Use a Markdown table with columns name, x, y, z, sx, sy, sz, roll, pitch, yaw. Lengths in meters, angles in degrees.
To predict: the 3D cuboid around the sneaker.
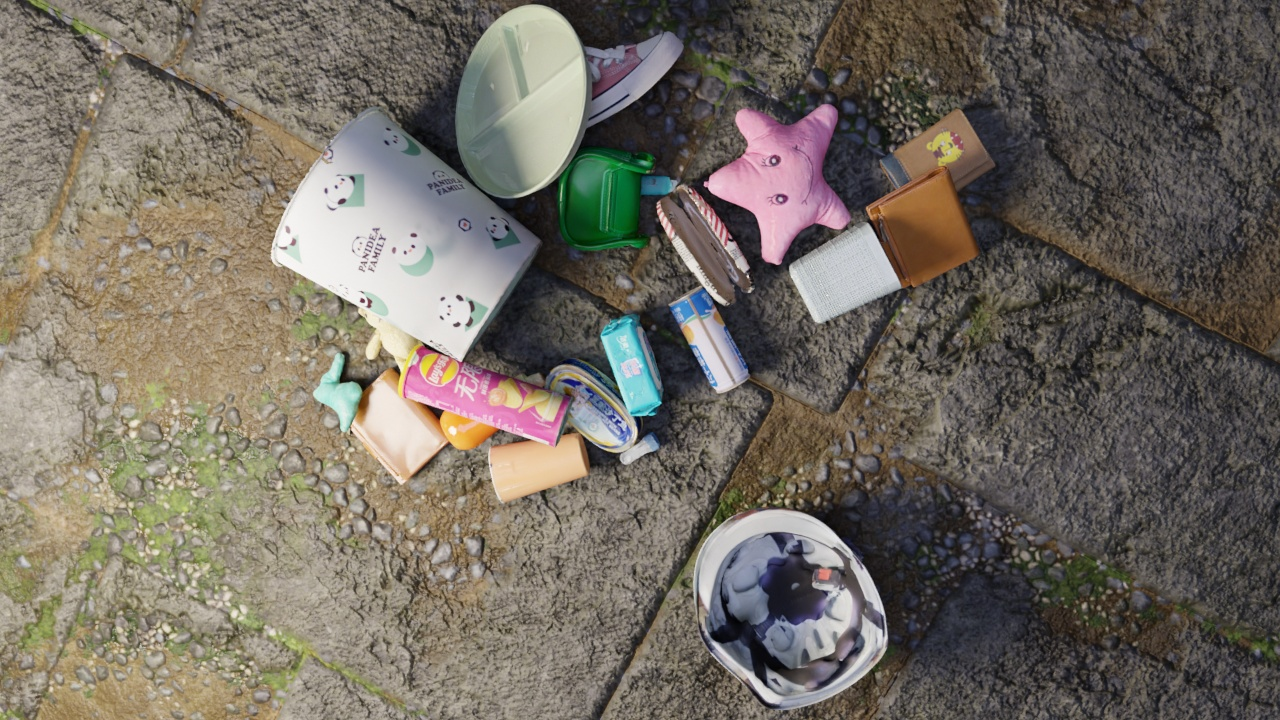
| name | x | y | z | sx | sy | sz | roll | pitch | yaw |
| --- | --- | --- | --- | --- | --- | --- | --- | --- | --- |
| sneaker | -0.065 | -0.345 | 1.126 | 0.241 | 0.118 | 0.088 | -28 | 116 | 15 |

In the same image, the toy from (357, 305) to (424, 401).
| name | x | y | z | sx | sy | sz | roll | pitch | yaw |
| --- | --- | --- | --- | --- | --- | --- | --- | --- | --- |
| toy | -0.316 | -0.020 | 1.223 | 0.105 | 0.066 | 0.157 | -28 | 96 | 4 |

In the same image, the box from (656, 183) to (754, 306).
| name | x | y | z | sx | sy | sz | roll | pitch | yaw |
| --- | --- | --- | --- | --- | --- | --- | --- | --- | --- |
| box | 0.074 | -0.140 | 1.166 | 0.082 | 0.075 | 0.163 | -37 | 97 | -2 |

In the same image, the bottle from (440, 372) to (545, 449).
| name | x | y | z | sx | sy | sz | roll | pitch | yaw |
| --- | --- | --- | --- | --- | --- | --- | --- | --- | --- |
| bottle | -0.193 | 0.061 | 1.230 | 0.149 | 0.066 | 0.067 | -31 | 96 | 2 |

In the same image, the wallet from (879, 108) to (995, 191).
| name | x | y | z | sx | sy | sz | roll | pitch | yaw |
| --- | --- | --- | --- | --- | --- | --- | --- | --- | --- |
| wallet | 0.368 | -0.243 | 1.137 | 0.115 | 0.033 | 0.090 | -34 | 94 | 7 |

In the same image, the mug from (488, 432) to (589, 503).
| name | x | y | z | sx | sy | sz | roll | pitch | yaw |
| --- | --- | --- | --- | --- | --- | --- | --- | --- | --- |
| mug | -0.134 | 0.140 | 1.232 | 0.123 | 0.078 | 0.078 | -13 | 98 | 2 |

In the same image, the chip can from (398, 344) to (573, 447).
| name | x | y | z | sx | sy | sz | roll | pitch | yaw |
| --- | --- | --- | --- | --- | --- | --- | --- | --- | --- |
| chip can | -0.195 | 0.046 | 1.168 | 0.210 | 0.071 | 0.071 | 18 | 101 | 1 |

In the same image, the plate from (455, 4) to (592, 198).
| name | x | y | z | sx | sy | sz | roll | pitch | yaw |
| --- | --- | --- | --- | --- | --- | --- | --- | --- | --- |
| plate | -0.142 | -0.309 | 1.107 | 0.231 | 0.027 | 0.230 | 0 | 90 | 41 |

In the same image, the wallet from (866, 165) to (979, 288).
| name | x | y | z | sx | sy | sz | roll | pitch | yaw |
| --- | --- | --- | --- | --- | --- | --- | --- | --- | --- |
| wallet | 0.349 | -0.160 | 1.130 | 0.108 | 0.031 | 0.132 | -28 | 121 | 10 |

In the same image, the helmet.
| name | x | y | z | sx | sy | sz | roll | pitch | yaw |
| --- | --- | --- | --- | --- | --- | --- | --- | --- | --- |
| helmet | 0.189 | 0.301 | 1.190 | 0.229 | 0.145 | 0.258 | -37 | 86 | 9 |

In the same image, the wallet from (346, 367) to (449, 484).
| name | x | y | z | sx | sy | sz | roll | pitch | yaw |
| --- | --- | --- | --- | --- | --- | --- | --- | --- | --- |
| wallet | -0.341 | 0.096 | 1.261 | 0.119 | 0.035 | 0.130 | -42 | 90 | 12 |

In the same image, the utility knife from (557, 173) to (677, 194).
| name | x | y | z | sx | sy | sz | roll | pitch | yaw |
| --- | --- | --- | --- | --- | --- | --- | --- | --- | --- |
| utility knife | -0.031 | -0.229 | 1.186 | 0.158 | 0.013 | 0.029 | 2 | 103 | 5 |

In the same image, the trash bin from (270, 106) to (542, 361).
| name | x | y | z | sx | sy | sz | roll | pitch | yaw |
| --- | --- | --- | --- | --- | --- | --- | --- | --- | --- |
| trash bin | -0.274 | -0.142 | 1.126 | 0.252 | 0.229 | 0.230 | 34 | 101 | -6 |

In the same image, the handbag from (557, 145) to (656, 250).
| name | x | y | z | sx | sy | sz | roll | pitch | yaw |
| --- | --- | --- | --- | --- | --- | --- | --- | --- | --- |
| handbag | -0.042 | -0.203 | 1.152 | 0.120 | 0.067 | 0.131 | 4 | 112 | 1 |

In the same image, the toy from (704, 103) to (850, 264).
| name | x | y | z | sx | sy | sz | roll | pitch | yaw |
| --- | --- | --- | --- | --- | --- | --- | --- | --- | --- |
| toy | 0.168 | -0.216 | 1.136 | 0.178 | 0.074 | 0.194 | -7 | 98 | -2 |

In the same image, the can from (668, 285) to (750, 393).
| name | x | y | z | sx | sy | sz | roll | pitch | yaw |
| --- | --- | --- | --- | --- | --- | --- | --- | --- | --- |
| can | 0.090 | -0.027 | 1.189 | 0.053 | 0.053 | 0.134 | -28 | 96 | 9 |

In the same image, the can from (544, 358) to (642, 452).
| name | x | y | z | sx | sy | sz | roll | pitch | yaw |
| --- | --- | --- | --- | --- | --- | --- | --- | --- | --- |
| can | -0.062 | 0.060 | 1.220 | 0.148 | 0.049 | 0.075 | 42 | 100 | -2 |

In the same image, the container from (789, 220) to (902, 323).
| name | x | y | z | sx | sy | sz | roll | pitch | yaw |
| --- | --- | --- | --- | --- | --- | --- | --- | --- | --- |
| container | 0.251 | -0.107 | 1.143 | 0.111 | 0.090 | 0.090 | -28 | 96 | 12 |

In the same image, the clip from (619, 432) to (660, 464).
| name | x | y | z | sx | sy | sz | roll | pitch | yaw |
| --- | --- | --- | --- | --- | --- | --- | --- | --- | --- |
| clip | -0.002 | 0.120 | 1.241 | 0.058 | 0.038 | 0.026 | -29 | 98 | 11 |

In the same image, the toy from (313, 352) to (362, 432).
| name | x | y | z | sx | sy | sz | roll | pitch | yaw |
| --- | --- | --- | --- | --- | --- | --- | --- | --- | --- |
| toy | -0.412 | 0.040 | 1.249 | 0.092 | 0.030 | 0.096 | 18 | 89 | 34 |

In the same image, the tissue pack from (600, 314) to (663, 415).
| name | x | y | z | sx | sy | sz | roll | pitch | yaw |
| --- | --- | --- | --- | --- | --- | --- | --- | --- | --- |
| tissue pack | -0.007 | 0.007 | 1.183 | 0.050 | 0.093 | 0.133 | -19 | 98 | 6 |
